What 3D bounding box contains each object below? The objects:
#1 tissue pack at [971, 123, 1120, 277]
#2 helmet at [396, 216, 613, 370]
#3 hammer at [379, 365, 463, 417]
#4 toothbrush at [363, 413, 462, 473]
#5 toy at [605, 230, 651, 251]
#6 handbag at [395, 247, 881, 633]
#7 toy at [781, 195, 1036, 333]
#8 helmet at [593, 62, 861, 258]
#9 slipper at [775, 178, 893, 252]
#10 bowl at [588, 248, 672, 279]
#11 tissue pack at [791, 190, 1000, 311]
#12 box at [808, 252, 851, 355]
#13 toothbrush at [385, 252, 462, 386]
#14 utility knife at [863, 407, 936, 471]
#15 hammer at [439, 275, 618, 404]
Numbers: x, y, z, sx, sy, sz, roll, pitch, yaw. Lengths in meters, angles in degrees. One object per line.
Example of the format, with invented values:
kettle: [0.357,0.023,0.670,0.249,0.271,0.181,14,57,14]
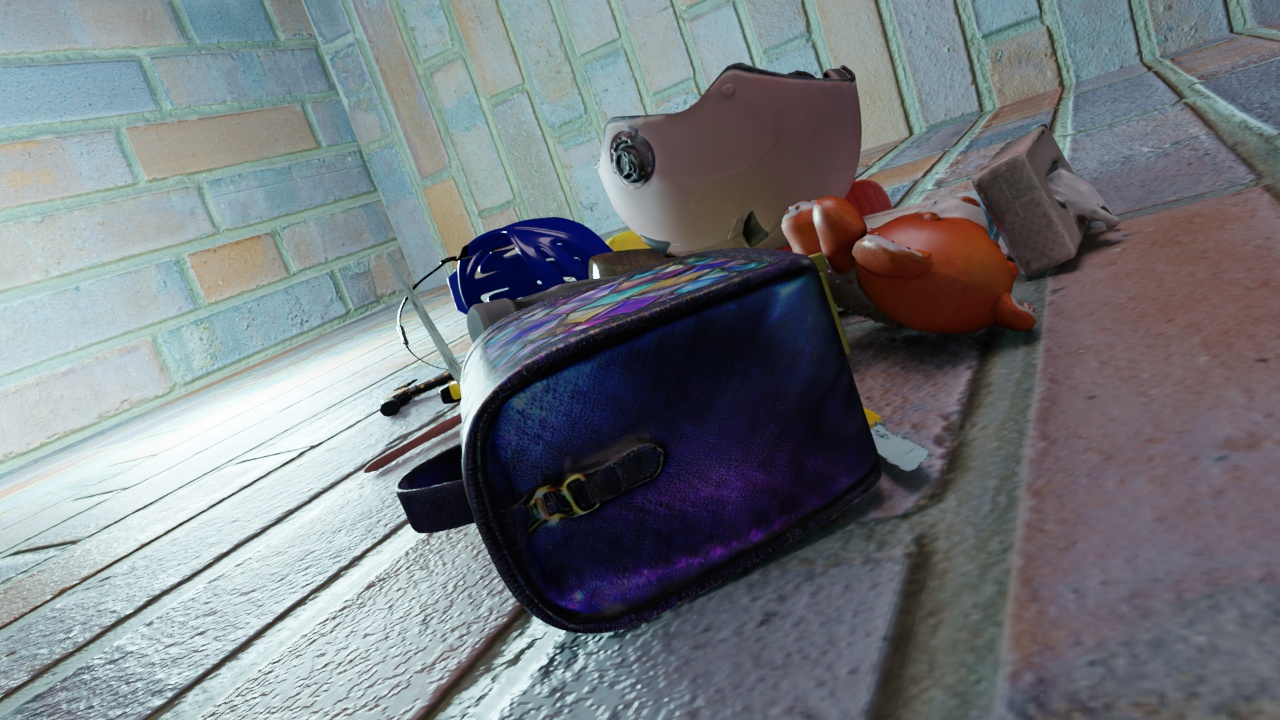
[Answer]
tissue pack: [0.336,-0.136,0.751,0.071,0.104,0.180,-30,2,33]
helmet: [-0.147,-0.069,1.021,0.242,0.148,0.227,1,24,38]
hammer: [-0.173,-0.007,1.147,0.320,0.036,0.123,-23,11,-4]
toothbrush: [-0.191,0.065,0.887,0.016,0.015,0.183,-11,15,47]
toy: [0.055,-0.122,1.165,0.194,0.135,0.087,-15,55,-3]
handbag: [-0.017,0.032,0.474,0.222,0.125,0.205,-22,12,-7]
toy: [0.187,-0.067,0.629,0.163,0.093,0.172,21,6,-11]
helmet: [0.084,-0.171,0.847,0.256,0.152,0.229,-11,8,36]
slipper: [0.218,-0.160,1.036,0.248,0.103,0.059,-26,-1,-37]
bowl: [0.029,-0.071,0.927,0.162,0.070,0.162,-2,13,0]
tissue pack: [0.223,-0.092,0.796,0.182,0.070,0.111,-9,15,34]
box: [0.027,-0.006,0.664,0.221,0.082,0.124,-22,5,-4]
toothbrush: [-0.156,-0.005,0.732,0.010,0.181,0.010,-26,13,9]
utility knife: [0.113,0.032,0.522,0.030,0.019,0.218,-26,7,-3]
hammer: [-0.112,-0.007,0.817,0.169,0.034,0.325,-15,-7,-31]
